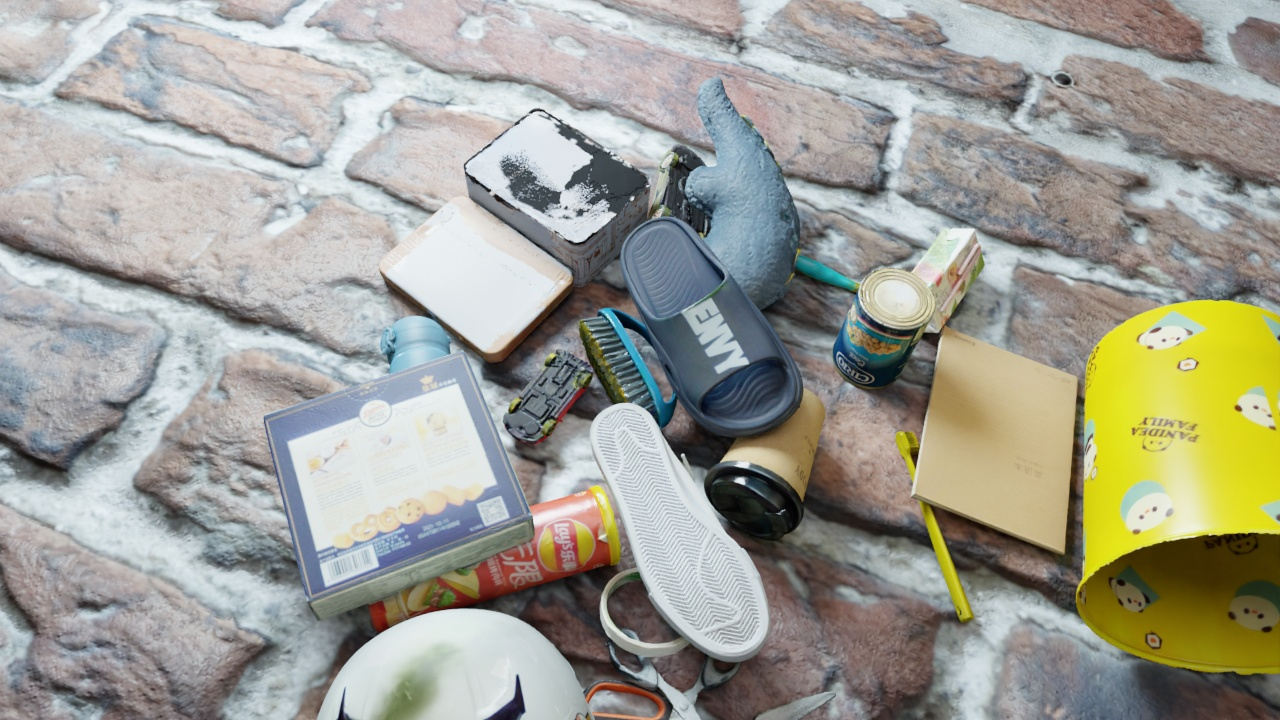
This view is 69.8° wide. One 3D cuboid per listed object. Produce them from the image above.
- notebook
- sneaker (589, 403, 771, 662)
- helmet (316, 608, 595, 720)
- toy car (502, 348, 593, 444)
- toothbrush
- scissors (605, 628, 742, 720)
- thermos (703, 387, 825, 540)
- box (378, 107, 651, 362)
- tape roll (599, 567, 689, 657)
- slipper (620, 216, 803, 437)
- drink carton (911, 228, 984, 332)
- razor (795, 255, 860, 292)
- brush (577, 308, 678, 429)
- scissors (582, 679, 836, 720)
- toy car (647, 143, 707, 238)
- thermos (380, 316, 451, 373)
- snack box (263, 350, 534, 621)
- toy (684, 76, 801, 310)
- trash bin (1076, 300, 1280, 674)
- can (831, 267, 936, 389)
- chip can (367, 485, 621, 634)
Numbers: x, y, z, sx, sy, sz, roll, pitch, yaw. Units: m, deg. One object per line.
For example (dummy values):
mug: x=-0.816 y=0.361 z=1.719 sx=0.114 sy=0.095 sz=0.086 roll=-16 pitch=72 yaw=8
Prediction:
notebook: x=0.355 y=0.072 z=0.908 sx=0.149 sy=0.012 sz=0.210 roll=21 pitch=56 yaw=3
sneaker: x=0.030 y=0.153 z=0.800 sx=0.089 sy=0.091 sz=0.242 roll=-28 pitch=66 yaw=-6
helmet: x=-0.134 y=0.301 z=0.640 sx=0.230 sy=0.157 sz=0.273 roll=-9 pitch=61 yaw=-1
toy car: x=-0.090 y=0.037 z=0.896 sx=0.049 sy=0.031 sz=0.106 roll=29 pitch=61 yaw=15
toothbrush: x=0.276 y=0.150 z=0.859 sx=0.016 sy=0.016 sz=0.189 roll=-2 pitch=57 yaw=-13
scissors: x=0.030 y=0.271 z=0.727 sx=0.159 sy=0.014 sz=0.180 roll=21 pitch=34 yaw=23
thermos: x=0.121 y=0.092 z=0.847 sx=0.093 sy=0.093 sz=0.142 roll=25 pitch=51 yaw=12
box: x=-0.132 y=-0.136 z=0.984 sx=0.177 sy=0.082 sz=0.260 roll=36 pitch=65 yaw=18
tape roll: x=0.008 y=0.214 z=0.783 sx=0.086 sy=0.014 sz=0.085 roll=6 pitch=36 yaw=-5
slipper: x=0.047 y=-0.044 z=0.856 sx=0.111 sy=0.083 sz=0.268 roll=-34 pitch=58 yaw=7
drink carton: x=0.325 y=-0.087 z=0.986 sx=0.046 sy=0.053 sz=0.122 roll=9 pitch=47 yaw=47
razor: x=0.222 y=-0.087 z=1.000 sx=0.132 sy=0.028 sz=0.043 roll=23 pitch=90 yaw=8
brush: x=-0.005 y=0.005 z=0.908 sx=0.073 sy=0.055 sz=0.143 roll=-21 pitch=61 yaw=-15
scissors: x=0.050 y=0.319 z=0.730 sx=0.224 sy=0.022 sz=0.204 roll=22 pitch=58 yaw=10
toy car: x=0.045 y=-0.176 z=1.030 sx=0.070 sy=0.042 sz=0.157 roll=32 pitch=52 yaw=-27
thermos: x=-0.199 y=0.059 z=0.856 sx=0.070 sy=0.070 sz=0.220 roll=-11 pitch=59 yaw=-11
snack box: x=-0.203 y=0.097 z=0.763 sx=0.177 sy=0.046 sz=0.182 roll=-19 pitch=57 yaw=-14
toy: x=0.102 y=-0.131 z=0.969 sx=0.137 sy=0.092 sz=0.355 roll=15 pitch=69 yaw=-20
trash bin: x=0.495 y=0.101 z=0.792 sx=0.229 sy=0.230 sz=0.254 roll=14 pitch=52 yaw=5
can: x=0.241 y=-0.032 z=0.916 sx=0.075 sy=0.111 sz=0.075 roll=2 pitch=57 yaw=-3
chip can: x=-0.128 y=0.169 z=0.786 sx=0.216 sy=0.073 sz=0.073 roll=-15 pitch=59 yaw=-11
